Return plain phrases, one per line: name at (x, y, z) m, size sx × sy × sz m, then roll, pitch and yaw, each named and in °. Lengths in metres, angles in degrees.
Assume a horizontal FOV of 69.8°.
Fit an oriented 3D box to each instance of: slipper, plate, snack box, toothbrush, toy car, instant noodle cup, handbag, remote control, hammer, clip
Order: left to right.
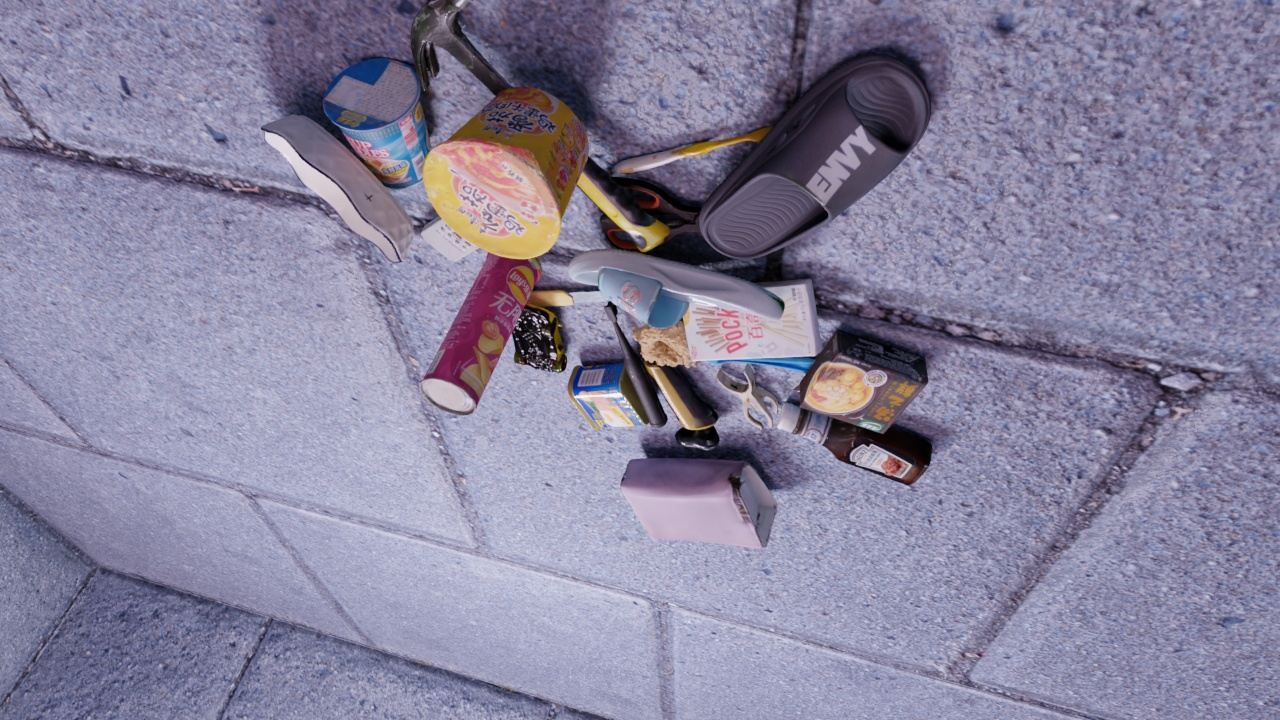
plate at (-0.329, -0.193, 1.021) m, size 0.205 × 0.045 × 0.205 m, roll 39°, pitch 169°, yaw 9°
instant noodle cup at (-0.262, -0.239, 0.958) m, size 0.099 × 0.099 × 0.110 m, roll 12°, pitch 153°, yaw 11°
remote control at (-0.201, -0.161, 1.089) m, size 0.058 × 0.021 × 0.150 m, roll 40°, pitch 142°, yaw -27°
instant noodle cup at (-0.117, -0.182, 0.865) m, size 0.138 × 0.109 × 0.138 m, roll 17°, pitch 143°, yaw 13°
toy car at (-0.136, -0.032, 1.215) m, size 0.071 × 0.041 × 0.156 m, roll 12°, pitch 150°, yaw 12°
hammer at (-0.096, -0.227, 0.918) m, size 0.323 × 0.031 × 0.126 m, roll 43°, pitch 141°, yaw -22°
toothbrush at (-0.007, 0.007, 1.198) m, size 0.026 × 0.027 × 0.213 m, roll -1°, pitch 133°, yaw 27°
slipper at (0.036, -0.069, 1.010) m, size 0.246 × 0.074 × 0.104 m, roll 14°, pitch -179°, yaw 21°
toothbrush at (0.053, -0.205, 0.907) m, size 0.192 × 0.016 × 0.018 m, roll -6°, pitch 147°, yaw 32°
handbag at (0.088, 0.205, 1.379) m, size 0.197 × 0.098 × 0.145 m, roll -2°, pitch 141°, yaw 31°
snack box at (0.124, -0.045, 1.048) m, size 0.157 × 0.026 × 0.085 m, roll -3°, pitch 109°, yaw 29°
clip at (0.143, 0.046, 1.192) m, size 0.072 × 0.034 × 0.100 m, roll -13°, pitch 129°, yaw 40°
slipper at (0.154, -0.160, 0.842) m, size 0.110 × 0.083 × 0.269 m, roll 29°, pitch 138°, yaw -22°
snack box at (0.255, 0.030, 1.082) m, size 0.113 × 0.053 × 0.126 m, roll 17°, pitch 135°, yaw -8°

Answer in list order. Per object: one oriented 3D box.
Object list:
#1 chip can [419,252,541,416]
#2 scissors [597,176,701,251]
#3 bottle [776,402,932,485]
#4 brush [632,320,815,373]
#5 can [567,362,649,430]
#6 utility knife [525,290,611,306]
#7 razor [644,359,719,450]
chip can at (-0.186, -0.038, 1.083) m, size 0.071 × 0.210 × 0.071 m, roll 14°, pitch 146°, yaw 9°
scissors at (0.063, -0.140, 0.978) m, size 0.235 × 0.021 × 0.142 m, roll 22°, pitch 139°, yaw 3°
bottle at (0.275, 0.104, 1.194) m, size 0.195 × 0.043 × 0.080 m, roll 20°, pitch 145°, yaw 2°
brush at (0.114, -0.009, 1.131) m, size 0.255 × 0.045 × 0.083 m, roll 10°, pitch 141°, yaw 8°
can at (-0.039, 0.049, 1.266) m, size 0.083 × 0.057 × 0.102 m, roll -5°, pitch 139°, yaw 28°
utility knife at (-0.124, -0.076, 1.169) m, size 0.211 × 0.021 × 0.031 m, roll 4°, pitch 146°, yaw 33°
razor at (0.053, 0.056, 1.232) m, size 0.068 × 0.062 × 0.167 m, roll -30°, pitch 124°, yaw 7°
